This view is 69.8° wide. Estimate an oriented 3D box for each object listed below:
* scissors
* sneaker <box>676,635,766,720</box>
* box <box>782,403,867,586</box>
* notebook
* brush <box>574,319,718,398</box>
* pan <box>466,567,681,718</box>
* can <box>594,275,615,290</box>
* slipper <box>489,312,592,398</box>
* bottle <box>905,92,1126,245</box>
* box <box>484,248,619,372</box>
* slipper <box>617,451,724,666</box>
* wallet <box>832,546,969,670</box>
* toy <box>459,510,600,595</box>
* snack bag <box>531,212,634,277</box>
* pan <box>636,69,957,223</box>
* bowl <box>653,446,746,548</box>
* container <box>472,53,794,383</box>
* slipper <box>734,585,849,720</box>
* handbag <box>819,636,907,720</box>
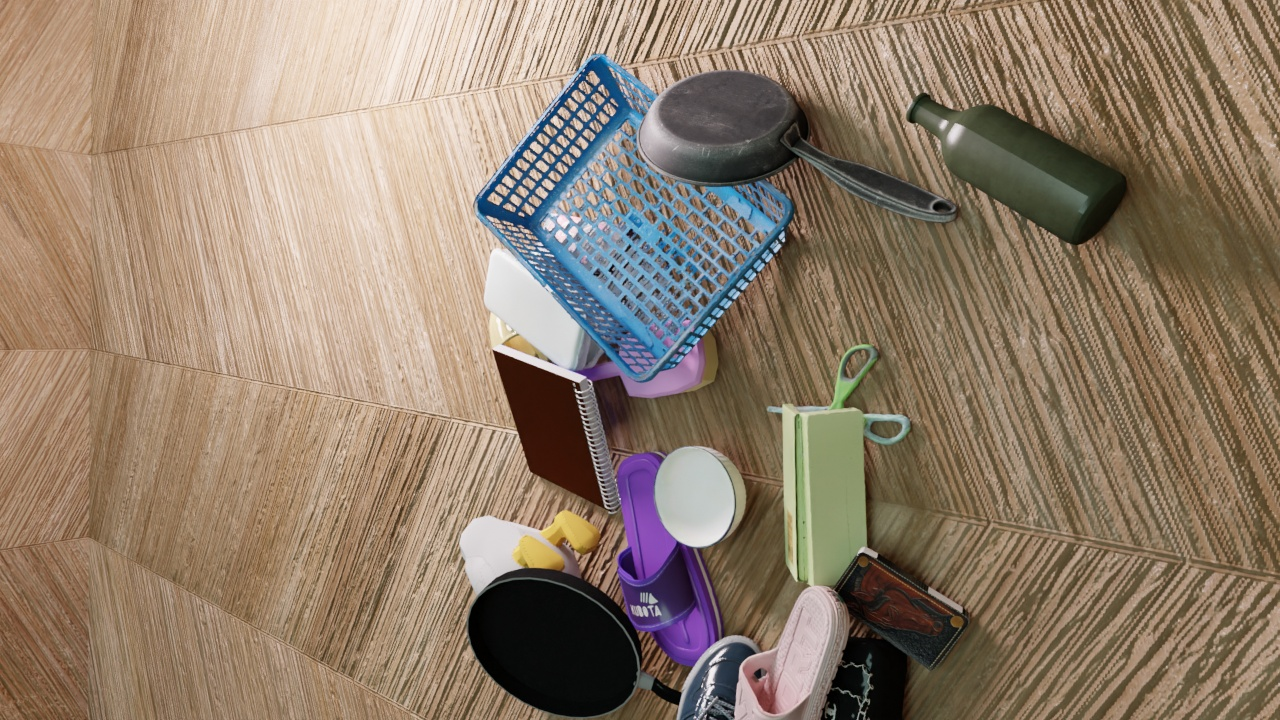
[{"bbox_3d":[0.214,0.062,0.989,0.160,0.024,0.172,41,120,25],"label":"scissors"},{"bbox_3d":[0.078,0.415,1.011,0.089,0.087,0.235,18,70,7],"label":"sneaker"},{"bbox_3d":[0.199,0.141,0.983,0.083,0.091,0.188,-2,98,3],"label":"box"},{"bbox_3d":[-0.107,0.090,1.194,0.172,0.022,0.209,19,134,38],"label":"notebook"},{"bbox_3d":[-0.007,0.007,1.149,0.229,0.043,0.089,-12,83,37],"label":"brush"},{"bbox_3d":[-0.044,0.369,1.122,0.356,0.034,0.226,18,121,9],"label":"pan"},{"bbox_3d":[-0.069,-0.100,1.213,0.095,0.032,0.032,11,98,40],"label":"can"},{"bbox_3d":[-0.150,-0.022,1.257,0.112,0.079,0.261,-42,66,29],"label":"slipper"},{"bbox_3d":[0.334,-0.187,0.843,0.207,0.071,0.072,43,117,31],"label":"bottle"},{"bbox_3d":[-0.133,-0.066,1.170,0.215,0.083,0.122,30,87,32],"label":"box"},{"bbox_3d":[0.013,0.246,1.120,0.107,0.083,0.266,-21,78,39],"label":"slipper"},{"bbox_3d":[0.260,0.250,0.927,0.123,0.019,0.072,33,108,14],"label":"wallet"},{"bbox_3d":[-0.156,0.314,1.235,0.246,0.140,0.268,42,128,17],"label":"toy"},{"bbox_3d":[-0.080,-0.153,1.216,0.155,0.018,0.074,16,77,39],"label":"snack bag"},{"bbox_3d":[0.159,-0.221,0.959,0.357,0.186,0.055,24,146,25],"label":"pan"},{"bbox_3d":[0.079,0.156,1.076,0.118,0.062,0.118,2,93,41],"label":"bowl"},{"bbox_3d":[-0.009,-0.167,1.088,0.257,0.089,0.362,-49,60,9],"label":"container"},{"bbox_3d":[0.137,0.336,0.925,0.094,0.064,0.239,-136,62,-66],"label":"slipper"},{"bbox_3d":[0.193,0.358,0.940,0.125,0.114,0.153,-2,79,44],"label":"handbag"}]
